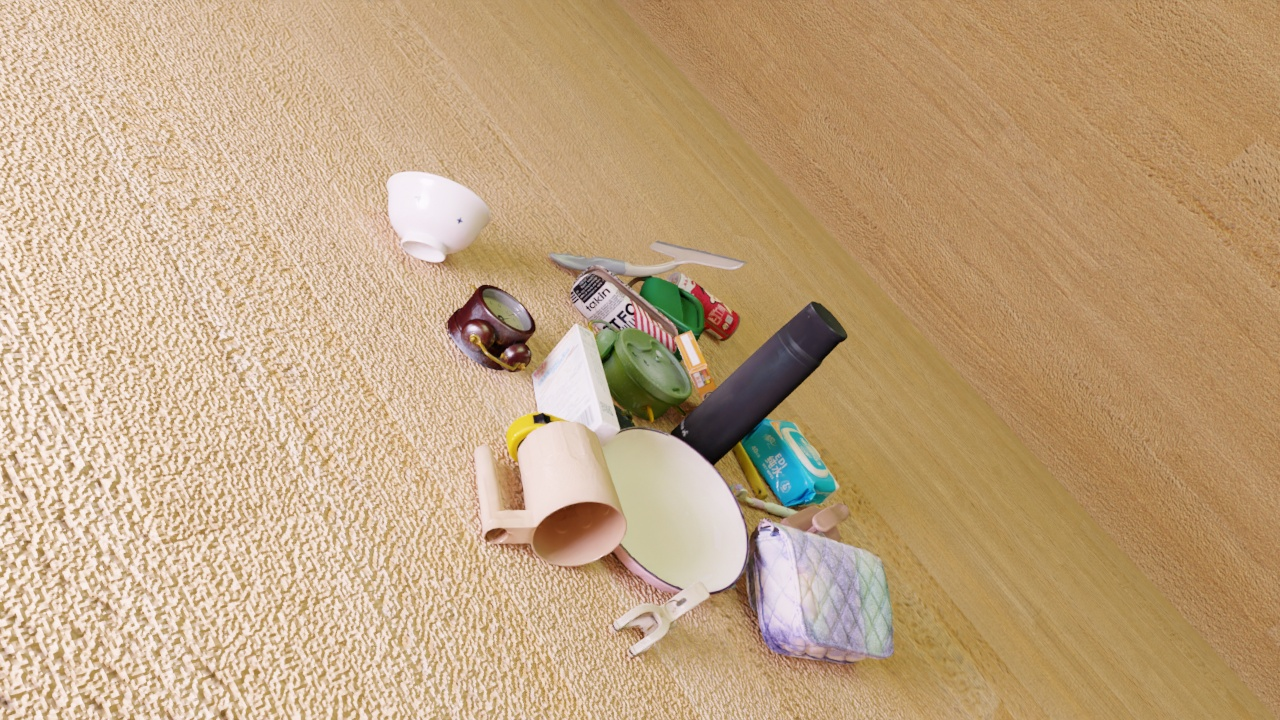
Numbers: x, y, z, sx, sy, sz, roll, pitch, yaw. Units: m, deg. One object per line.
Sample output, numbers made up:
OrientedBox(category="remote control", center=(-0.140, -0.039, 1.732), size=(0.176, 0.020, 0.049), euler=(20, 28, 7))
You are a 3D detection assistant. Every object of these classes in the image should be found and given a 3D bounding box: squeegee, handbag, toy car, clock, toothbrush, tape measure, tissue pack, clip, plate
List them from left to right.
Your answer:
OrientedBox(category="clock", center=(-0.153, -0.028, 0.956), size=(0.082, 0.055, 0.121), euler=(31, 23, -29))
OrientedBox(category="tape measure", center=(-0.098, 0.073, 0.869), size=(0.057, 0.060, 0.028), euler=(23, 32, -30))
OrientedBox(category="toy car", center=(-0.042, 0.063, 1.010), size=(0.091, 0.036, 0.043), euler=(33, 24, -23))
OrientedBox(category="squeegee", center=(-0.018, -0.139, 1.323), size=(0.246, 0.039, 0.247), euler=(-5, 16, -29))
OrientedBox(category="clock", center=(-0.007, 0.007, 1.142), size=(0.161, 0.056, 0.116), euler=(51, 23, 16))
OrientedBox(category="clip", center=(0.013, 0.231, 0.813), size=(0.097, 0.060, 0.034), euler=(-14, 59, -51))
OrientedBox(category="handbag", center=(0.030, -0.064, 1.328), size=(0.120, 0.068, 0.131), euler=(30, 26, -11))
OrientedBox(category="plate", center=(0.024, 0.156, 0.924), size=(0.192, 0.039, 0.192), euler=(26, 38, -23))
OrientedBox(category="toothbrush", center=(0.131, 0.113, 1.244), size=(0.016, 0.016, 0.190), euler=(31, 25, -43))
OrientedBox(category="toothbrush", center=(0.178, 0.190, 1.185), size=(0.189, 0.029, 0.020), euler=(26, 71, -40))
OrientedBox(category="tissue pack", center=(0.206, 0.139, 1.261), size=(0.089, 0.063, 0.140), euler=(11, 39, -52))
OrientedBox(category="handbag", center=(0.197, 0.257, 1.005), size=(0.193, 0.076, 0.134), euler=(25, 52, -41))

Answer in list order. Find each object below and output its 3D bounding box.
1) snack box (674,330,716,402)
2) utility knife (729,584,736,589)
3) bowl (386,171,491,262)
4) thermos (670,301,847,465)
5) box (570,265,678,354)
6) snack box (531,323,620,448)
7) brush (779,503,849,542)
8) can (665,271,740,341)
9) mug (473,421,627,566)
OrientedBox(category="snack box", center=(0.087, 0.038, 1.198), size=(0.075, 0.026, 0.154), euler=(-110, 175, -48))
OrientedBox(category="utility knife", center=(0.032, 0.188, 0.954), size=(0.178, 0.019, 0.030), euler=(44, 28, -12))
OrientedBox(category="bowl", center=(-0.229, -0.148, 1.005), size=(0.118, 0.119, 0.064), euler=(28, 66, -34))
OrientedBox(category="thermos", center=(0.142, 0.029, 1.111), size=(0.068, 0.243, 0.089), euler=(40, 22, -12))
OrientedBox(category="box", center=(-0.021, -0.062, 1.232), size=(0.163, 0.075, 0.077), euler=(36, 31, -14))
OrientedBox(category="snack box", center=(-0.070, 0.041, 0.938), size=(0.027, 0.085, 0.156), euler=(28, 28, -32))
OrientedBox(category="brush", center=(0.221, 0.212, 1.149), size=(0.063, 0.073, 0.145), euler=(51, 22, 18))
OrientedBox(category="can", center=(0.096, -0.088, 1.484), size=(0.132, 0.053, 0.053), euler=(34, 25, -23))
OrientedBox(category="mug", center=(-0.083, 0.116, 0.812), size=(0.124, 0.084, 0.103), euler=(3, 38, -20))
